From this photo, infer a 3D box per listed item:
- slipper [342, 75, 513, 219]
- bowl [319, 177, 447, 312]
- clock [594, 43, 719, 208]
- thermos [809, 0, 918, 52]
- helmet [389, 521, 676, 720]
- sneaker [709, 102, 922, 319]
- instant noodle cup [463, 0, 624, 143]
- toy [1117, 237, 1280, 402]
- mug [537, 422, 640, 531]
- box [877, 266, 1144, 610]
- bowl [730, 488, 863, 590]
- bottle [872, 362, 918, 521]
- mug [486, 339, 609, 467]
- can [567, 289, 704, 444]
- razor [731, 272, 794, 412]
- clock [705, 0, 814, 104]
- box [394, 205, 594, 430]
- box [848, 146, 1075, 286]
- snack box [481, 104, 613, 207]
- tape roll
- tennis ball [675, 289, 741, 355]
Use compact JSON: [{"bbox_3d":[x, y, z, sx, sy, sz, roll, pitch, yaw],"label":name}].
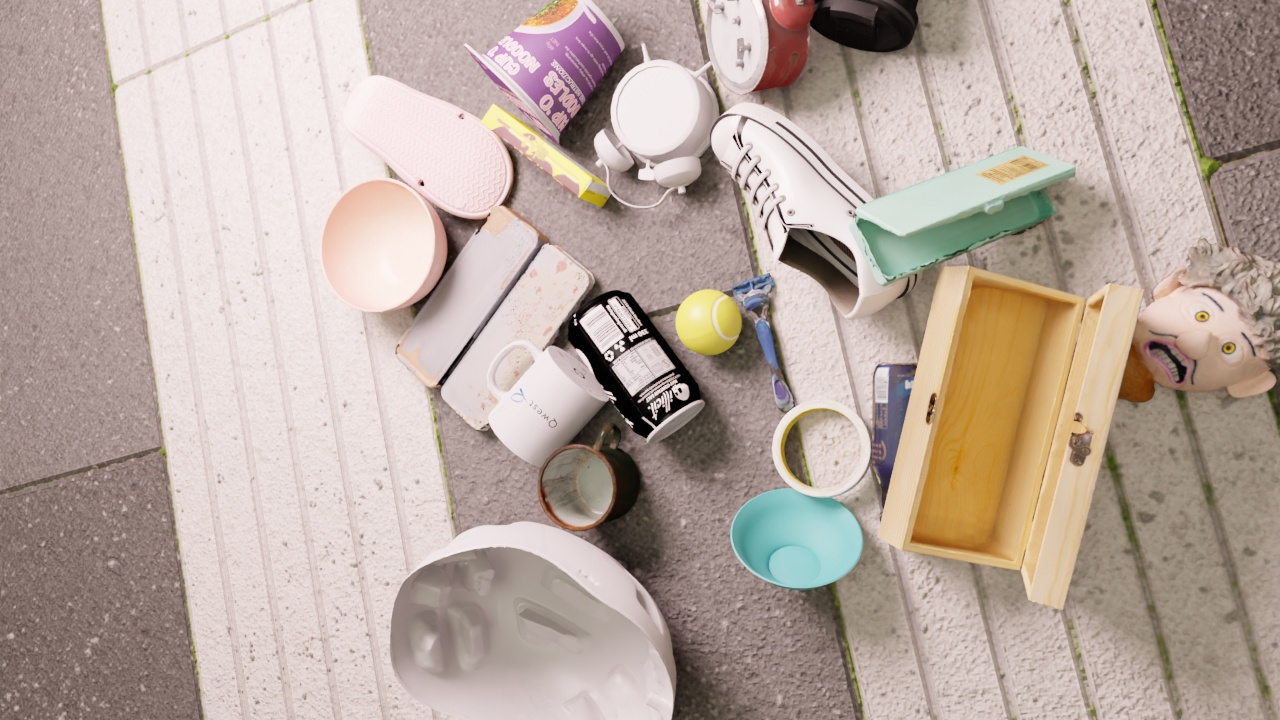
[{"bbox_3d":[-0.238,-0.244,1.035,0.221,0.055,0.107,34,92,8],"label":"slipper"},{"bbox_3d":[-0.277,-0.124,1.033,0.153,0.076,0.153,-1,87,21],"label":"bowl"},{"bbox_3d":[0.017,-0.234,0.947,0.120,0.061,0.159,22,99,19],"label":"clock"},{"bbox_3d":[0.233,-0.404,0.857,0.106,0.105,0.218,19,89,19],"label":"thermos"},{"bbox_3d":[-0.089,0.272,0.883,0.282,0.183,0.225,23,119,29],"label":"helmet"},{"bbox_3d":[0.141,-0.132,0.859,0.097,0.091,0.245,-36,78,-24],"label":"sneaker"},{"bbox_3d":[-0.092,-0.320,0.959,0.122,0.137,0.122,-45,29,2],"label":"instant noodle cup"},{"bbox_3d":[0.467,-0.023,0.766,0.176,0.076,0.132,-35,76,22],"label":"toy"},{"bbox_3d":[-0.045,0.114,0.934,0.085,0.081,0.111,25,95,19],"label":"mug"},{"bbox_3d":[0.323,0.059,0.771,0.185,0.141,0.248,17,96,53],"label":"box"},{"bbox_3d":[0.146,0.181,0.869,0.121,0.120,0.046,11,131,20],"label":"bowl"},{"bbox_3d":[0.242,0.081,0.847,0.056,0.056,0.160,0,88,20],"label":"bottle"},{"bbox_3d":[-0.108,0.035,0.958,0.119,0.083,0.096,44,101,9],"label":"mug"},{"bbox_3d":[-0.005,0.005,0.927,0.080,0.080,0.146,-39,75,13],"label":"can"},{"bbox_3d":[0.128,-0.016,0.913,0.044,0.018,0.141,-18,81,17],"label":"razor"},{"bbox_3d":[0.110,-0.323,0.864,0.061,0.157,0.109,-16,68,-22],"label":"clock"},{"bbox_3d":[-0.161,-0.046,1.011,0.151,0.043,0.216,40,100,12],"label":"box"},{"bbox_3d":[0.281,-0.139,0.790,0.188,0.080,0.077,-21,77,-14],"label":"box"},{"bbox_3d":[-0.099,-0.218,0.982,0.149,0.061,0.026,39,101,17],"label":"snack box"},{"bbox_3d":[0.175,0.085,0.885,0.094,0.019,0.094,-4,79,20],"label":"tape roll"},{"bbox_3d":[0.068,-0.038,0.911,0.065,0.065,0.065,-1,87,19],"label":"tennis ball"}]
